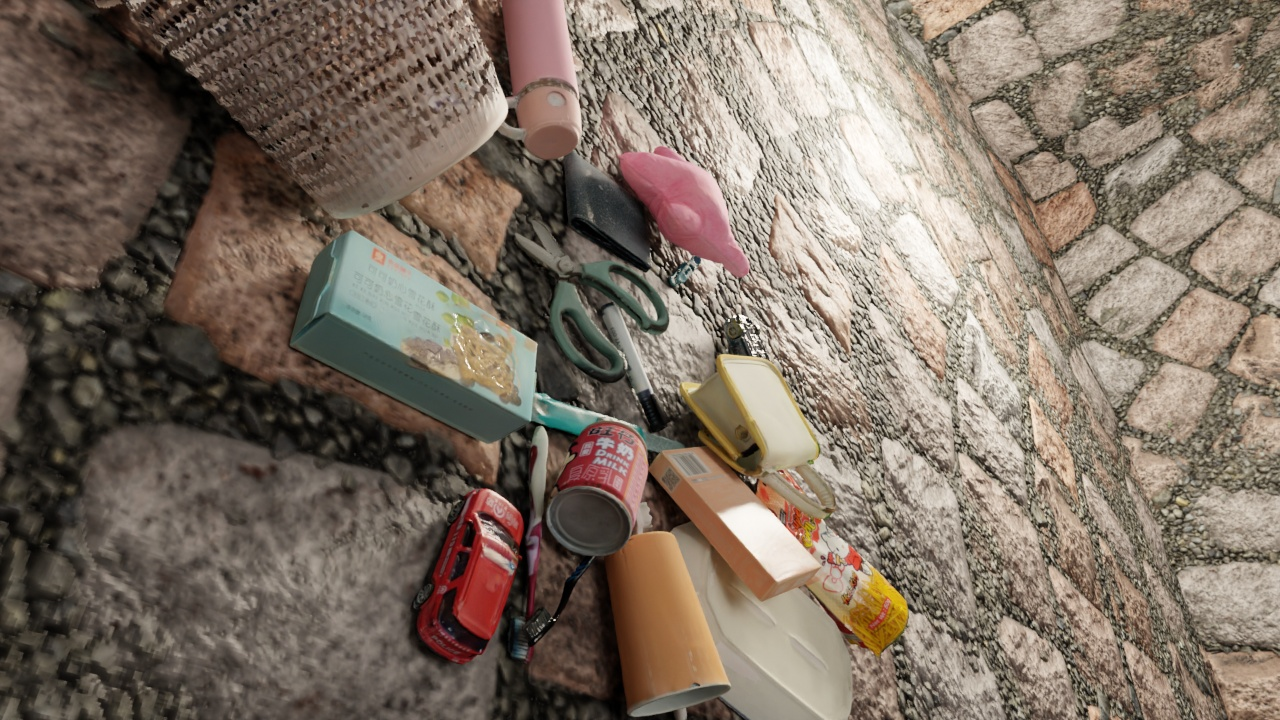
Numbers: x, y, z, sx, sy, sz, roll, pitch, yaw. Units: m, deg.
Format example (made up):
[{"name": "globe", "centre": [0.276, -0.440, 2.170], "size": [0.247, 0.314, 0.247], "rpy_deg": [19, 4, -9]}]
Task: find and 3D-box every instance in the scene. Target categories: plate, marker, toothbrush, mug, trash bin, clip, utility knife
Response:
[{"name": "plate", "centre": [0.116, 0.247, 0.828], "size": [0.265, 0.034, 0.161], "rpy_deg": [45, 36, -23]}, {"name": "marker", "centre": [-0.005, 0.005, 0.862], "size": [0.018, 0.023, 0.130], "rpy_deg": [-10, 74, -56]}, {"name": "toothbrush", "centre": [0.016, 0.200, 0.743], "size": [0.016, 0.016, 0.180], "rpy_deg": [-2, 64, -23]}, {"name": "toothbrush", "centre": [-0.082, 0.127, 0.671], "size": [0.017, 0.016, 0.187], "rpy_deg": [24, 47, -29]}, {"name": "mug", "centre": [0.014, 0.197, 0.696], "size": [0.078, 0.078, 0.122], "rpy_deg": [19, 46, -46]}, {"name": "trash bin", "centre": [-0.199, -0.213, 0.615], "size": [0.192, 0.228, 0.226], "rpy_deg": [59, 31, -26]}, {"name": "clip", "centre": [0.048, -0.098, 1.015], "size": [0.014, 0.048, 0.056], "rpy_deg": [54, 37, -11]}, {"name": "toothbrush", "centre": [-0.044, 0.154, 0.687], "size": [0.016, 0.014, 0.189], "rpy_deg": [51, 27, -3]}, {"name": "utility knife", "centre": [-0.026, 0.059, 0.799], "size": [0.209, 0.013, 0.029], "rpy_deg": [21, 55, -45]}]

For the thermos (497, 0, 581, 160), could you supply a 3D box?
[{"name": "thermos", "centre": [-0.109, -0.294, 0.920], "size": [0.087, 0.067, 0.198], "rpy_deg": [1, 62, -18]}]

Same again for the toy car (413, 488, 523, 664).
[{"name": "toy car", "centre": [-0.107, 0.137, 0.603], "size": [0.053, 0.045, 0.120], "rpy_deg": [43, 35, -27]}]

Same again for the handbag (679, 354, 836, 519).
[{"name": "handbag", "centre": [0.125, 0.084, 0.910], "size": [0.163, 0.063, 0.178], "rpy_deg": [4, 53, -61]}]

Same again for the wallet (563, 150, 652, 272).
[{"name": "wallet", "centre": [-0.033, -0.154, 0.951], "size": [0.120, 0.019, 0.097], "rpy_deg": [30, 43, -41]}]

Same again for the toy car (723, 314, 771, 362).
[{"name": "toy car", "centre": [0.125, -0.002, 1.033], "size": [0.048, 0.031, 0.105], "rpy_deg": [-2, 65, -54]}]

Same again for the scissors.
[{"name": "scissors", "centre": [-0.054, -0.051, 0.830], "size": [0.177, 0.019, 0.168], "rpy_deg": [32, 51, -18]}]

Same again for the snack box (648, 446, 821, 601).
[{"name": "snack box", "centre": [0.083, 0.140, 0.816], "size": [0.084, 0.026, 0.157], "rpy_deg": [2, 40, -53]}]

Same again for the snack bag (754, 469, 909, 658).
[{"name": "snack bag", "centre": [0.181, 0.197, 0.934], "size": [0.208, 0.073, 0.128], "rpy_deg": [49, 28, -7]}]

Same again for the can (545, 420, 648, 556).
[{"name": "can", "centre": [-0.031, 0.096, 0.709], "size": [0.066, 0.067, 0.093], "rpy_deg": [49, 27, -17]}]

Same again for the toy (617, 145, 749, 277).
[{"name": "toy", "centre": [0.043, -0.182, 1.017], "size": [0.178, 0.075, 0.194], "rpy_deg": [34, 25, -29]}]

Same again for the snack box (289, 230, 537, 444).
[{"name": "snack box", "centre": [-0.152, -0.012, 0.647], "size": [0.174, 0.052, 0.074], "rpy_deg": [33, 42, -36]}]
